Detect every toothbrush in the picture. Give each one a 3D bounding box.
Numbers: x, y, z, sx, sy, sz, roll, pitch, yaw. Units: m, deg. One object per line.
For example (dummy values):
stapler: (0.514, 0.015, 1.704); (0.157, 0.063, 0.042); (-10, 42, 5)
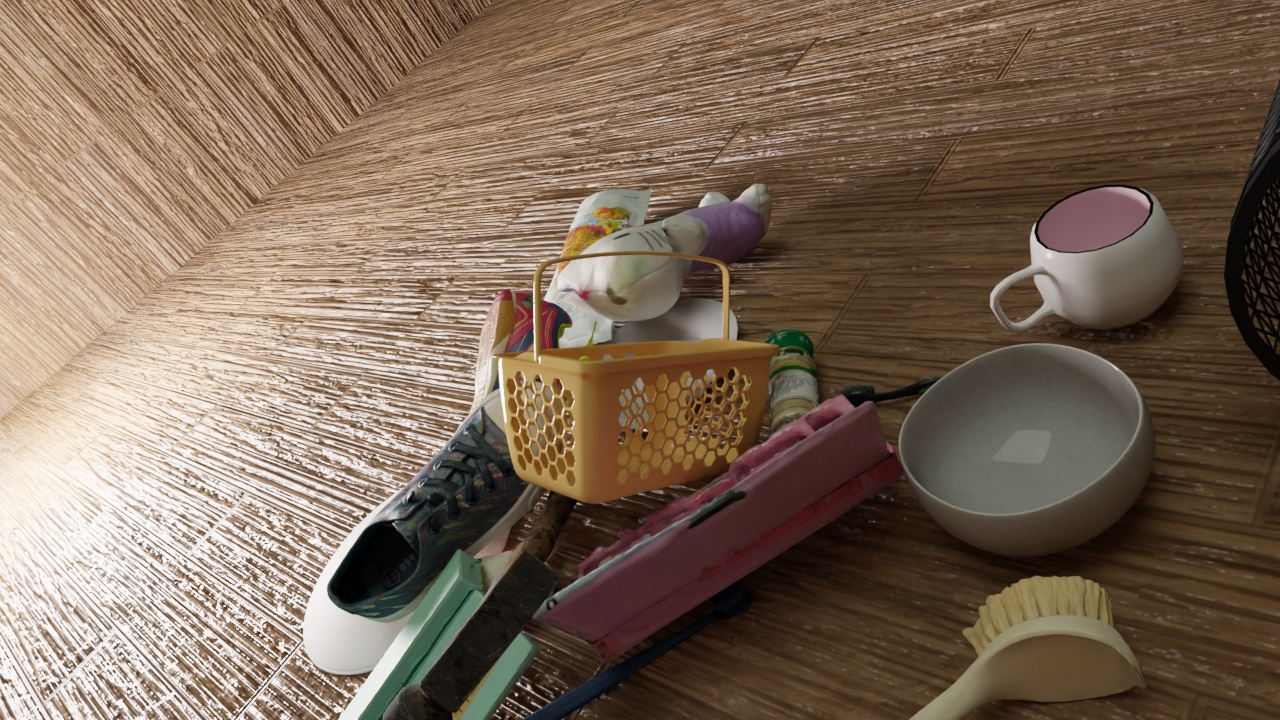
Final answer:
toothbrush: (-0.010, 0.200, 0.606); (0.190, 0.017, 0.016); (-32, 28, 4)
toothbrush: (0.224, 0.014, 0.645); (0.188, 0.014, 0.017); (-11, 30, 33)

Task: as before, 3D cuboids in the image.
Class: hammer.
hammer: (-0.070, 0.126, 0.610); (0.120, 0.033, 0.330); (-51, 1, 10)

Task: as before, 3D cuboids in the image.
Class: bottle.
bottle: (0.117, 0.022, 0.707); (0.043, 0.043, 0.109); (-22, 34, 20)

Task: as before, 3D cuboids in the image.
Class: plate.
plate: (0.014, 0.008, 0.844); (0.173, 0.019, 0.172); (-24, 33, 16)
plate: (-0.218, 0.172, 0.827); (0.230, 0.030, 0.229); (-24, 33, 16)

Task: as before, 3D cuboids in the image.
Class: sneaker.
sneaker: (-0.147, 0.112, 0.705); (0.235, 0.087, 0.079); (-48, -13, 1)
sneaker: (-0.102, 0.047, 0.822); (0.117, 0.091, 0.241); (-42, 37, 53)

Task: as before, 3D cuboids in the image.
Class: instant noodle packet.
instant noodle packet: (-0.065, -0.094, 1.023); (0.147, 0.057, 0.268); (-24, 32, 32)

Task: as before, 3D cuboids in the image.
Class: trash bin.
trash bin: (0.427, -0.116, 0.462); (0.217, 0.217, 0.242); (-6, 34, 38)

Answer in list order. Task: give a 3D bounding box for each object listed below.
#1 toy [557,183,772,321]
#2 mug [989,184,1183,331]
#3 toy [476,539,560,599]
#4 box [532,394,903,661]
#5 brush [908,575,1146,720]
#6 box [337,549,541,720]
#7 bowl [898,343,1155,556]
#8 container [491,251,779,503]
toy: (0.025, -0.102, 0.895); (0.209, 0.085, 0.138); (-30, 18, -22)
mug: (0.295, -0.057, 0.614); (0.124, 0.076, 0.090); (-29, 31, 9)
toy: (-0.104, 0.177, 0.701); (0.087, 0.050, 0.112); (-9, 34, 36)
box: (0.055, 0.109, 0.585); (0.233, 0.075, 0.172); (-33, -6, 6)
brush: (0.125, 0.202, 0.450); (0.272, 0.062, 0.077); (-39, 15, 1)
box: (-0.158, 0.235, 0.635); (0.187, 0.056, 0.138); (-56, 30, -3)
bowl: (0.225, 0.058, 0.534); (0.132, 0.064, 0.131); (-24, 33, 16)
container: (-0.004, 0.004, 0.671); (0.183, 0.167, 0.129); (-6, 10, -40)
